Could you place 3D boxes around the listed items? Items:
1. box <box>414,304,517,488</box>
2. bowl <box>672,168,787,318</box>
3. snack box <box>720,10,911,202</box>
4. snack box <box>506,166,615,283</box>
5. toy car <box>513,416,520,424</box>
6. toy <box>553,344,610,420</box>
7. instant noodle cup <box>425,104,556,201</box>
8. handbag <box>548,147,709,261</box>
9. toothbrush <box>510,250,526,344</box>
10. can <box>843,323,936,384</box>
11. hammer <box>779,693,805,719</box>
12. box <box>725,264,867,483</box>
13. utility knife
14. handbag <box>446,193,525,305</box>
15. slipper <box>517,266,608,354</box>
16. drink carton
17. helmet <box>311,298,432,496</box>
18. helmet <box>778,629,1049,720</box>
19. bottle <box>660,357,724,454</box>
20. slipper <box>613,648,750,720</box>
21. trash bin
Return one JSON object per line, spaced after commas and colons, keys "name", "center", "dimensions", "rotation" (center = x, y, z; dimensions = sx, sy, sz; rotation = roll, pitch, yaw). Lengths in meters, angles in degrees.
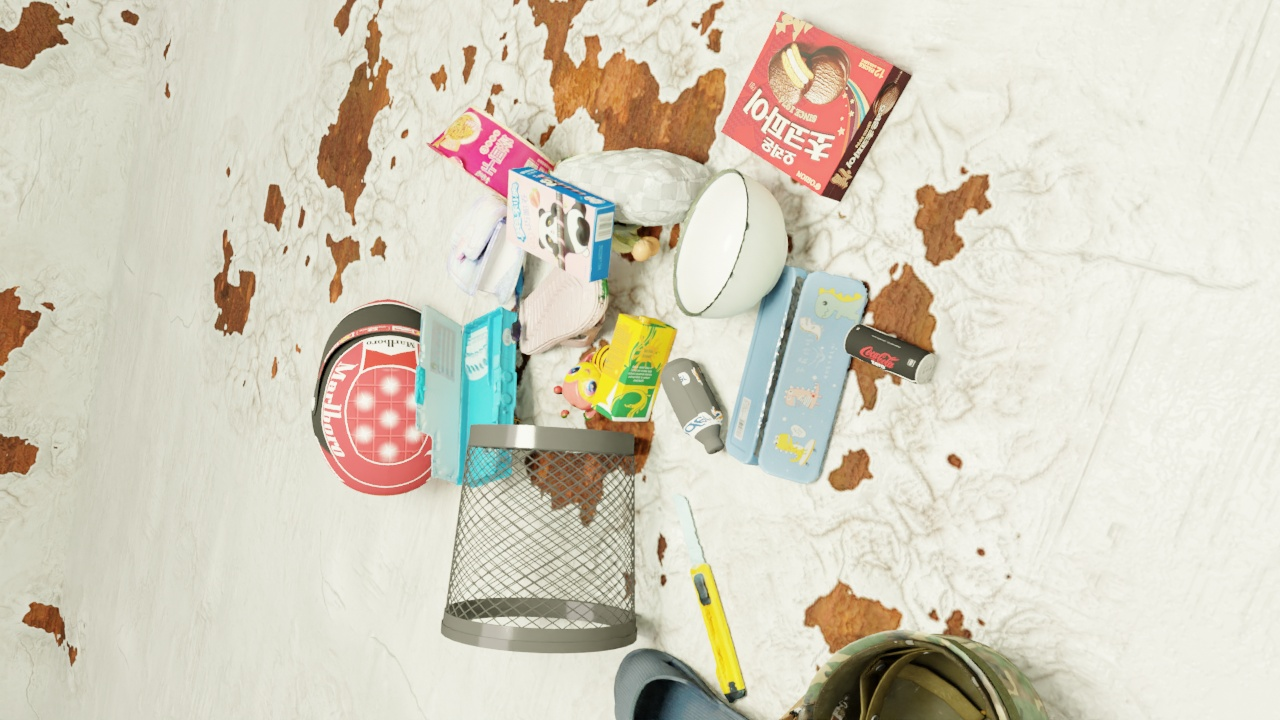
{"name": "box", "center": [-0.232, 0.038, 1.172], "dimensions": [0.097, 0.117, 0.226], "rotation": [-23, 60, 43]}
{"name": "bowl", "center": [0.097, -0.111, 0.931], "dimensions": [0.153, 0.072, 0.153], "rotation": [-167, 91, -69]}
{"name": "snack box", "center": [0.169, -0.254, 0.914], "dimensions": [0.152, 0.035, 0.133], "rotation": [44, 117, 37]}
{"name": "snack box", "center": [-0.093, -0.154, 1.028], "dimensions": [0.154, 0.033, 0.088], "rotation": [30, 125, 37]}
{"name": "toy car", "center": [-0.206, 0.112, 1.247], "dimensions": [0.112, 0.047, 0.047], "rotation": [-31, 61, 39]}
{"name": "toy", "center": [-0.059, 0.024, 1.112], "dimensions": [0.104, 0.046, 0.084], "rotation": [-41, 38, 23]}
{"name": "instant noodle cup", "center": [-0.178, -0.256, 1.173], "dimensions": [0.179, 0.178, 0.078], "rotation": [38, 96, 39]}
{"name": "handbag", "center": [-0.010, -0.177, 1.036], "dimensions": [0.172, 0.112, 0.123], "rotation": [15, 108, 43]}
{"name": "toothbrush", "center": [-0.161, -0.106, 1.214], "dimensions": [0.017, 0.016, 0.188], "rotation": [122, 152, -60]}
{"name": "can", "center": [0.228, -0.006, 0.843], "dimensions": [0.080, 0.031, 0.031], "rotation": [29, 107, 42]}
{"name": "hammer", "center": [0.086, 0.437, 0.952], "dimensions": [0.306, 0.040, 0.132], "rotation": [-53, 58, 28]}
{"name": "box", "center": [0.146, 0.011, 0.912], "dimensions": [0.122, 0.047, 0.209], "rotation": [21, 102, 42]}
{"name": "utility knife", "center": [0.071, 0.253, 0.994], "dimensions": [0.031, 0.019, 0.227], "rotation": [-27, 65, 30]}
{"name": "handbag", "center": [-0.207, -0.155, 1.227], "dimensions": [0.158, 0.069, 0.126], "rotation": [41, 114, 61]}
{"name": "slipper", "center": [-0.086, -0.063, 1.135], "dimensions": [0.240, 0.064, 0.094], "rotation": [-24, 68, 59]}
{"name": "drink carton", "center": [-0.006, 0.006, 1.052], "dimensions": [0.041, 0.058, 0.122], "rotation": [30, 108, 41]}
{"name": "helmet", "center": [-0.348, 0.051, 1.262], "dimensions": [0.225, 0.197, 0.271], "rotation": [-166, 78, -73]}
{"name": "helmet", "center": [0.207, 0.319, 0.696], "dimensions": [0.193, 0.236, 0.224], "rotation": [21, 91, 48]}
{"name": "bottle", "center": [0.059, 0.050, 0.994], "dimensions": [0.047, 0.047, 0.112], "rotation": [-44, 59, 33]}
{"name": "slipper", "center": [0.031, 0.372, 0.940], "dimensions": [0.264, 0.082, 0.101], "rotation": [12, 79, 56]}
{"name": "trash bin", "center": [-0.106, 0.192, 1.037], "dimensions": [0.218, 0.217, 0.227], "rotation": [-3, 81, 44]}
